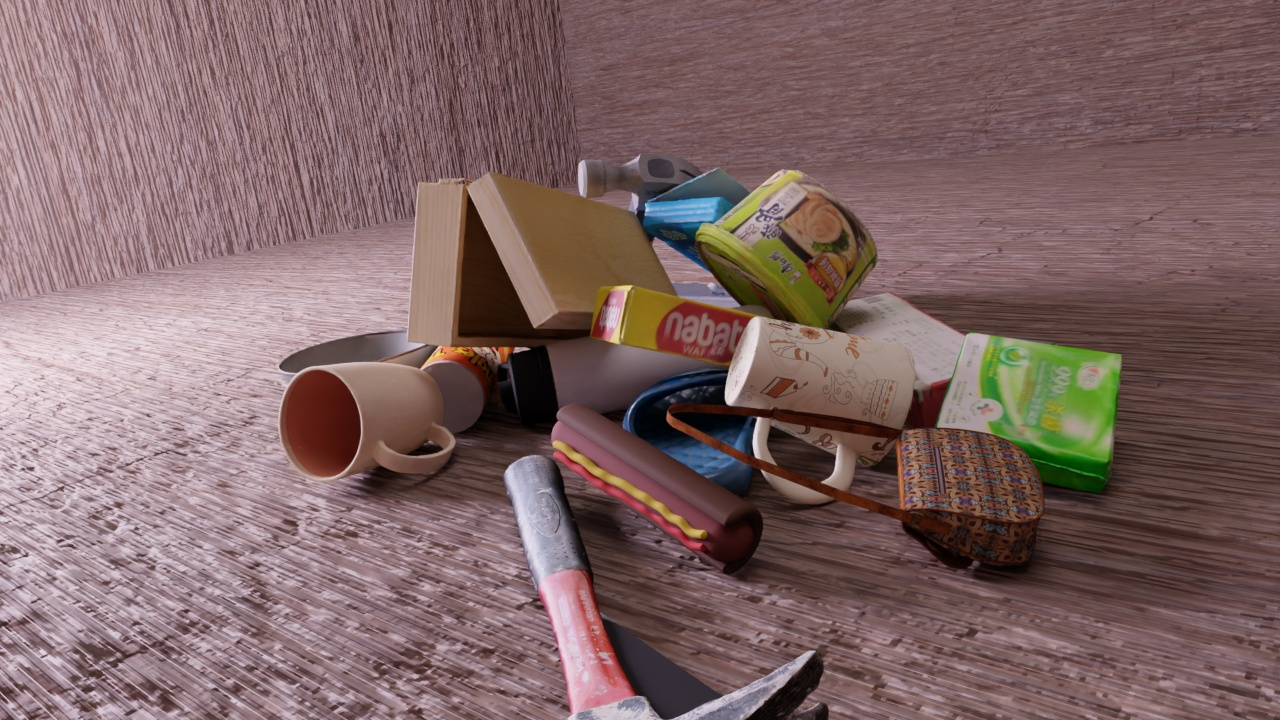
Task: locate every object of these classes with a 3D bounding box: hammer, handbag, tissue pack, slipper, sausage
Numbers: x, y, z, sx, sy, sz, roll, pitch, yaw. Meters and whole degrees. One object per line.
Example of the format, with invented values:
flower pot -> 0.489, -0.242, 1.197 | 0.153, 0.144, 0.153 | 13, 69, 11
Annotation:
hammer -> -0.027, 0.110, 0.454 | 0.140, 0.036, 0.326 | -12, 15, -10
hammer -> -0.013, -0.127, 1.006 | 0.139, 0.035, 0.313 | -4, -20, -12
handbag -> 0.107, 0.059, 0.485 | 0.196, 0.043, 0.093 | 13, 26, 8
tissue pack -> 0.232, 0.028, 0.552 | 0.100, 0.034, 0.113 | 10, 43, 25
slipper -> 0.032, 0.041, 0.630 | 0.104, 0.059, 0.213 | -7, 16, 9
sausage -> 0.003, 0.068, 0.515 | 0.040, 0.040, 0.156 | -20, 33, -38

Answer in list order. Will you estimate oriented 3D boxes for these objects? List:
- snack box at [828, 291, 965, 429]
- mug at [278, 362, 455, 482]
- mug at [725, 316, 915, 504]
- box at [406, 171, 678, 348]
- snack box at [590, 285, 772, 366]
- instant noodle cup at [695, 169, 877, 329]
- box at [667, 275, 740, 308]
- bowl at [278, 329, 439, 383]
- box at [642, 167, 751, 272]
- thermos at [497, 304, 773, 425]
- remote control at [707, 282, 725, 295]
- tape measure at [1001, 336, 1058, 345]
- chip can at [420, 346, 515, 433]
snack box -> 0.214, -0.005, 0.741 | 0.076, 0.044, 0.272 | -13, 15, 0
mug -> -0.192, 0.048, 0.689 | 0.111, 0.085, 0.104 | 30, 18, 20
mug -> 0.104, 0.032, 0.568 | 0.097, 0.121, 0.081 | 18, -28, -6
box -> -0.072, -0.078, 0.783 | 0.149, 0.141, 0.248 | -6, -1, 25
snack box -> 0.070, -0.014, 0.666 | 0.200, 0.042, 0.092 | 12, 2, -17
instant noodle cup -> 0.128, -0.090, 0.787 | 0.098, 0.146, 0.146 | -46, 22, -4
box -> 0.036, -0.035, 0.928 | 0.217, 0.063, 0.156 | 5, 28, 38
bowl -> -0.257, 0.014, 0.865 | 0.151, 0.057, 0.150 | -8, 15, 2
box -> 0.110, -0.118, 0.940 | 0.091, 0.066, 0.243 | 4, -14, 39
thermos -> -0.005, 0.004, 0.773 | 0.230, 0.068, 0.101 | -11, 5, -8
remote control -> 0.101, -0.077, 1.048 | 0.022, 0.050, 0.133 | -29, 6, 23
tape measure -> 0.294, -0.002, 0.737 | 0.064, 0.017, 0.064 | -19, 19, -36
chip can -> -0.158, 0.003, 0.847 | 0.062, 0.062, 0.210 | -7, 15, 2
